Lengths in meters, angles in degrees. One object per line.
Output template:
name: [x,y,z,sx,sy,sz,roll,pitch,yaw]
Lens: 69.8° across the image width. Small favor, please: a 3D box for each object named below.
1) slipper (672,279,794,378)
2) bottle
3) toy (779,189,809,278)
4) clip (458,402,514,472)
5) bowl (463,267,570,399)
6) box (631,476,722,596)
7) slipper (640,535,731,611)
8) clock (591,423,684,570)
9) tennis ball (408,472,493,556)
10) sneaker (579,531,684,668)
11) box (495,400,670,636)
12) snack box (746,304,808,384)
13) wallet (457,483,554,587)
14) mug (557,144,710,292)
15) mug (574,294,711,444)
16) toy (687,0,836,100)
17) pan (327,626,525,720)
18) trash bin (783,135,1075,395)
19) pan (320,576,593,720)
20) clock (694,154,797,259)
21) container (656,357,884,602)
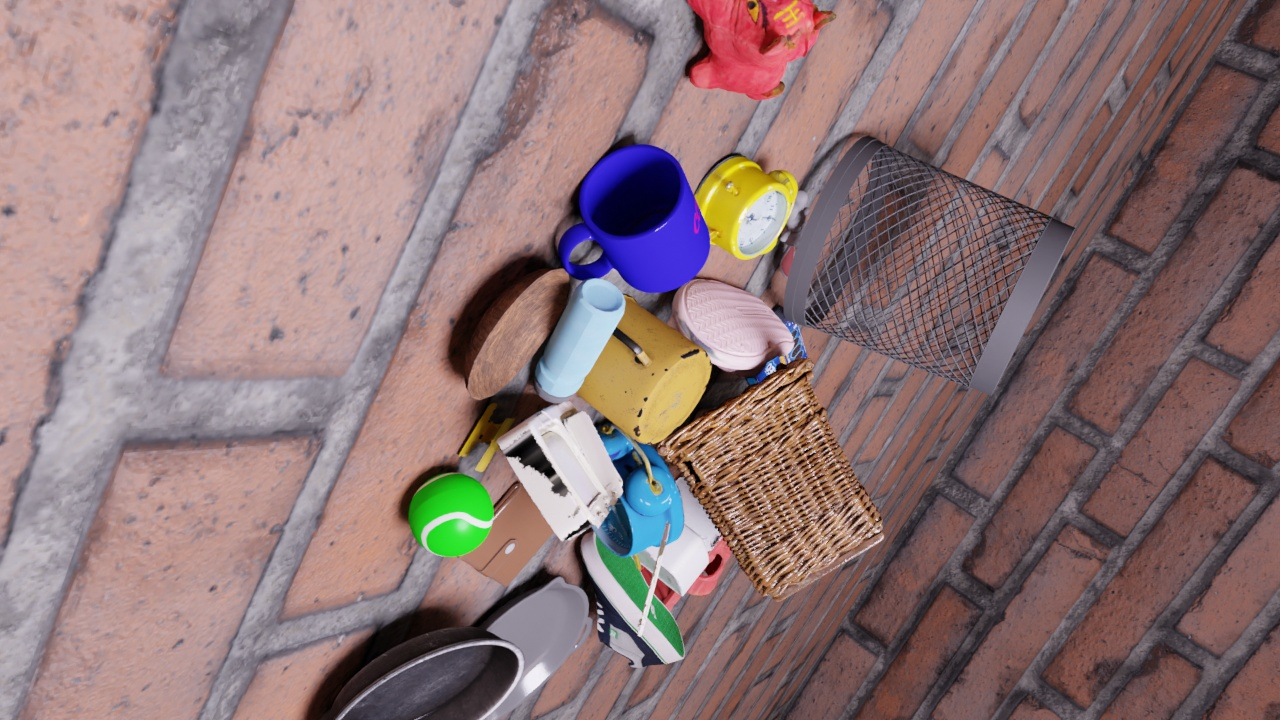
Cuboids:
slipper: [0.091,-0.030,0.901,0.056,0.107,0.221,-46,164,22]
bottle: [-0.052,-0.010,0.722,0.040,0.040,0.130,-29,161,-41]
toy: [0.162,-0.133,0.962,0.049,0.030,0.112,-50,155,-19]
clip: [-0.122,0.061,0.748,0.054,0.044,0.049,-60,-166,8]
bowl: [-0.097,-0.025,0.669,0.114,0.026,0.102,-53,167,-9]
box: [0.050,0.185,1.067,0.136,0.109,0.121,-46,152,-15]
slipper: [0.060,0.255,1.167,0.059,0.103,0.249,25,109,-35]
clock: [-0.012,0.123,0.893,0.060,0.117,0.162,-23,141,-27]
tennis ball: [-0.148,0.121,0.718,0.065,0.065,0.065,-38,149,-28]
sneaker: [-0.028,0.286,1.059,0.079,0.084,0.235,-22,128,9]
box: [-0.020,0.109,0.735,0.070,0.186,0.143,-34,-179,10]
snack box: [0.163,-0.002,1.119,0.082,0.027,0.150,-51,153,-7]
wallet: [-0.122,0.169,0.874,0.087,0.013,0.121,-48,153,-11]
mug: [-0.009,-0.097,0.689,0.111,0.079,0.083,-29,152,4]
mug: [-0.005,0.004,0.782,0.100,0.094,0.124,-48,153,-12]
toy: [0.092,-0.223,0.676,0.088,0.094,0.133,-50,155,-9]
pan: [-0.259,0.352,0.806,0.356,0.055,0.187,-34,145,-4]
trash bin: [0.306,-0.096,0.977,0.217,0.227,0.218,-50,156,-33]
pan: [-0.175,0.313,0.944,0.353,0.024,0.217,1,120,-53]
clock: [0.098,-0.136,0.824,0.118,0.057,0.083,-8,128,-47]
container: [0.133,0.117,0.919,0.162,0.183,0.250,-31,175,3]
